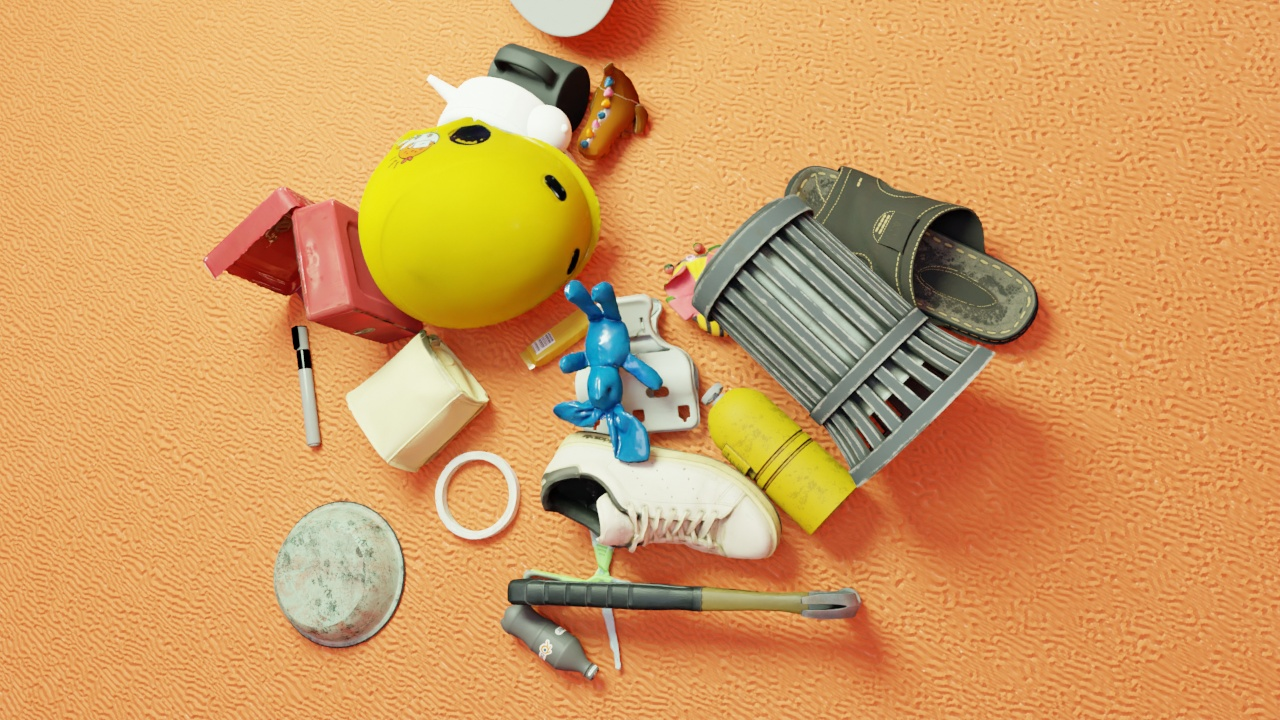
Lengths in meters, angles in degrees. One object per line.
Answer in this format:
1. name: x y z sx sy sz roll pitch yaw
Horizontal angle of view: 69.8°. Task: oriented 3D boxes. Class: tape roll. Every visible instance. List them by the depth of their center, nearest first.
1. tape roll: -0.173 0.143 0.976 0.093 0.013 0.093 -2 81 14

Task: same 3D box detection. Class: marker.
1. marker: -0.380 0.029 1.046 0.016 0.016 0.140 -14 78 12

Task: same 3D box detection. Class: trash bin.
1. trash bin: 0.170 -0.026 0.827 0.164 0.164 0.227 -46 78 3

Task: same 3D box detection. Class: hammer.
1. hammer: 0.034 0.223 0.861 0.333 0.118 0.025 -2 78 16

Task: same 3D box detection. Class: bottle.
1. bottle: 0.125 0.086 0.880 0.164 0.071 0.071 44 93 16
2. bottle: -0.090 0.283 0.920 0.110 0.036 0.036 31 89 17

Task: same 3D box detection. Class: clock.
1. clock: -0.148 -0.227 0.965 0.161 0.125 0.072 18 65 11

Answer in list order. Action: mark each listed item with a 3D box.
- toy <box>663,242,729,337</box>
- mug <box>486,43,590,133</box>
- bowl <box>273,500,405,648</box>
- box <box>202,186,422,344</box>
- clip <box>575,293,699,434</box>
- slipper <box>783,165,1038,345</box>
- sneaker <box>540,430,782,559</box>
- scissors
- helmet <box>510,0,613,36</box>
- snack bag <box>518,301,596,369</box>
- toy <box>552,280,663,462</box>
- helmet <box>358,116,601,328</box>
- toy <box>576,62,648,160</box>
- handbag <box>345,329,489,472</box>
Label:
1. toy: 0.067 -0.071 0.936 0.084 0.046 0.103 -32 76 -15
2. mug: -0.114 -0.296 0.980 0.088 0.113 0.078 23 85 16
3. bowl: -0.334 0.231 0.990 0.158 0.038 0.157 -2 81 14
4. box: -0.325 -0.086 0.979 0.154 0.157 0.168 -47 73 5
5. clip: -0.006 0.005 0.937 0.125 0.072 0.142 -7 87 11
6. slipper: 0.252 -0.107 0.876 0.268 0.075 0.113 34 90 17
7. sneaker: 0.010 0.141 0.873 0.242 0.102 0.089 16 121 19
8. scissors: -0.038 0.222 0.929 0.171 0.022 0.173 5 77 12
9. helmet: -0.074 -0.477 1.004 0.184 0.117 0.271 -36 78 38
10. snack bag: -0.083 -0.026 0.977 0.099 0.020 0.026 -36 67 6
11. toy: -0.042 0.008 0.884 0.113 0.070 0.176 0 102 23
12. helmet: -0.171 -0.119 0.905 0.240 0.139 0.209 -1 122 18
13. toy: -0.039 -0.260 0.963 0.070 0.103 0.090 28 82 15
14. handbag: -0.236 0.040 0.978 0.119 0.081 0.111 -43 66 6
